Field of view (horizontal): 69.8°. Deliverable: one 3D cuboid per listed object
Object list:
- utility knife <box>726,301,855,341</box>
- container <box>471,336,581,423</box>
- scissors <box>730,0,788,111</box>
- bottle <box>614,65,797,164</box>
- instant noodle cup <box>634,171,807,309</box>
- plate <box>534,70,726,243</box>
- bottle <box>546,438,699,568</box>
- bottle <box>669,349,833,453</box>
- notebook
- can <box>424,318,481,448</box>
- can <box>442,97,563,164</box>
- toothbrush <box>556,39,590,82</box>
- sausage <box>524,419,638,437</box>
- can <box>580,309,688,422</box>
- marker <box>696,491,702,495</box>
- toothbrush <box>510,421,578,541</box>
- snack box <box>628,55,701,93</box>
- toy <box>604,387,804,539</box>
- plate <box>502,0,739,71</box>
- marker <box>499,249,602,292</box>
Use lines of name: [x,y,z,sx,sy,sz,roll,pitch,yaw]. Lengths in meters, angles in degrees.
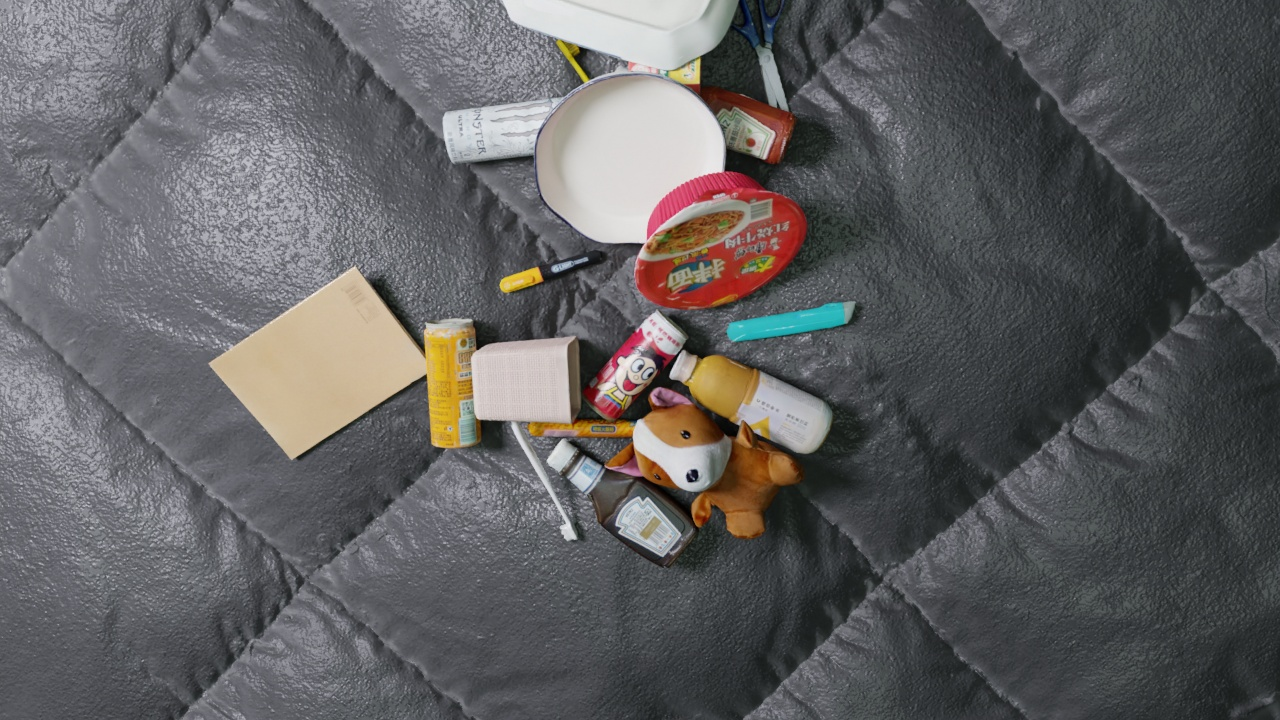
utility knife: [0.175,-0.045,1.068,0.151,0.012,0.029,-9,97,5]
container: [-0.129,0.022,1.049,0.111,0.089,0.090,-1,100,5]
scissors: [0.127,-0.341,1.017,0.125,0.012,0.174,11,101,-3]
bottle: [0.067,-0.274,1.006,0.206,0.059,0.060,20,100,4]
instant noodle cup: [0.079,-0.136,0.989,0.194,0.194,0.065,-20,61,4]
plate: [-0.011,-0.218,0.982,0.205,0.045,0.205,0,133,0]
bottle: [-0.025,0.164,1.093,0.195,0.044,0.080,37,98,-4]
bottle: [0.126,0.043,1.055,0.189,0.068,0.068,25,99,-3]
notebook: [-0.371,0.006,1.072,0.211,0.012,0.149,-32,109,6]
can: [-0.217,0.027,1.064,0.058,0.058,0.146,-1,100,1]
can: [-0.140,-0.254,1.014,0.147,0.058,0.058,-6,100,2]
toothbrush: [-0.032,-0.281,1.028,0.016,0.015,0.190,-36,97,0]
sausage: [-0.056,0.080,1.089,0.165,0.021,0.021,0,100,1]
can: [-0.006,0.006,1.059,0.053,0.053,0.133,41,98,-6]
marker: [0.059,0.115,1.096,0.022,0.018,0.131,-26,99,-16]
toothbrush: [-0.115,0.143,1.083,0.016,0.016,0.180,-19,115,11]
snack box: [0.028,-0.363,0.983,0.077,0.027,0.155,1,82,6]
toy: [0.072,0.118,1.034,0.199,0.130,0.140,31,102,-8]
plate: [-0.027,-0.406,0.961,0.266,0.034,0.162,21,84,8]
marker: [-0.103,-0.104,1.061,0.124,0.015,0.018,-18,103,2]
